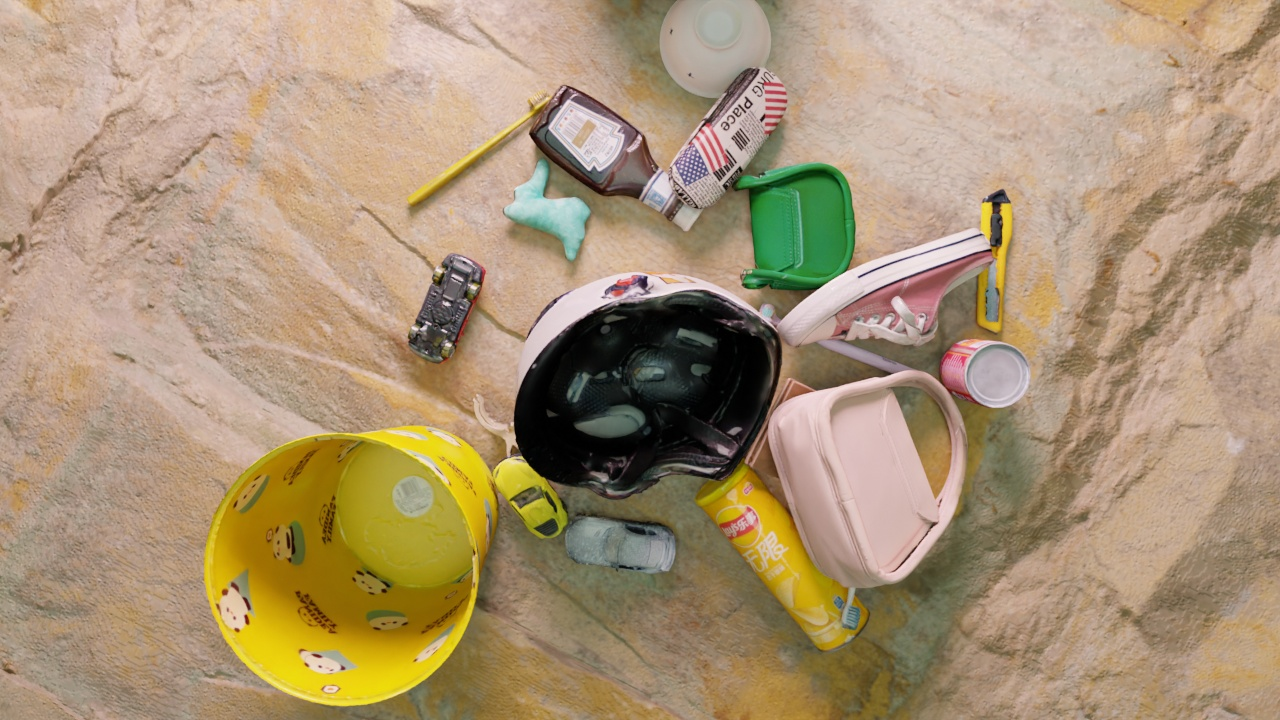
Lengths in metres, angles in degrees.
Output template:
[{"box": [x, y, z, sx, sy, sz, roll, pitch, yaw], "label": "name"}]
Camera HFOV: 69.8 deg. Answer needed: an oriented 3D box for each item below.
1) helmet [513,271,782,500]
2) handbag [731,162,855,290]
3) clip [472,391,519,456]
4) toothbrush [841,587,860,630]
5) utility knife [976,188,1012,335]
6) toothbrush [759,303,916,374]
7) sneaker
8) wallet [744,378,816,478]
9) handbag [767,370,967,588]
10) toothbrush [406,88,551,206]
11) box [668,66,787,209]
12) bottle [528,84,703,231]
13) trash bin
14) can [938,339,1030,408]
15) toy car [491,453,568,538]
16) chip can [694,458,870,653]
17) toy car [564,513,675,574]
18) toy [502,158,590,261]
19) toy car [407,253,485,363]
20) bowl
[{"box": [-0.005, 0.005, 0.907, 0.273, 0.156, 0.230, -4, 122, -19], "label": "helmet"}, {"box": [0.159, -0.137, 0.952, 0.120, 0.068, 0.131, -6, 93, 2], "label": "handbag"}, {"box": [-0.133, 0.066, 0.988, 0.095, 0.035, 0.102, -41, 96, 5], "label": "clip"}, {"box": [0.231, 0.168, 0.958, 0.026, 0.026, 0.220, 0, 72, 38], "label": "toothbrush"}, {"box": [0.377, -0.105, 0.976, 0.033, 0.015, 0.156, 1, 94, 4], "label": "utility knife"}, {"box": [0.216, -0.017, 0.984, 0.189, 0.029, 0.021, 22, 134, -2], "label": "toothbrush"}, {"box": [0.260, -0.055, 0.935, 0.241, 0.118, 0.087, -22, 76, -8], "label": "sneaker"}, {"box": [0.166, 0.079, 0.958, 0.115, 0.020, 0.101, 22, 95, -43], "label": "wallet"}, {"box": [0.253, 0.100, 0.924, 0.233, 0.094, 0.193, -23, 94, -31], "label": "handbag"}, {"box": [-0.173, -0.227, 0.979, 0.190, 0.015, 0.016, -36, 88, 3], "label": "toothbrush"}, {"box": [0.089, -0.229, 0.942, 0.069, 0.052, 0.164, 41, 82, -12], "label": "box"}, {"box": [-0.020, -0.206, 0.964, 0.195, 0.044, 0.080, 35, 94, -2], "label": "bottle"}, {"box": [-0.246, 0.168, 0.885, 0.229, 0.255, 0.229, 0, 93, 1], "label": "trash bin"}, {"box": [0.351, 0.012, 0.945, 0.066, 0.093, 0.066, 0, 94, 0], "label": "can"}, {"box": [-0.118, 0.147, 0.982, 0.048, 0.032, 0.105, -30, 112, 4], "label": "toy car"}, {"box": [0.149, 0.207, 0.973, 0.072, 0.072, 0.213, -38, 93, 3], "label": "chip can"}, {"box": [-0.022, 0.199, 0.991, 0.120, 0.037, 0.054, 9, 94, -1], "label": "toy car"}, {"box": [-0.098, -0.162, 0.975, 0.092, 0.030, 0.096, 16, 88, -2], "label": "toy"}, {"box": [-0.204, -0.055, 0.976, 0.053, 0.045, 0.120, 28, 100, 1], "label": "toy car"}, {"box": [0.079, -0.336, 0.943, 0.118, 0.064, 0.118, 0, 94, 1], "label": "bowl"}]
